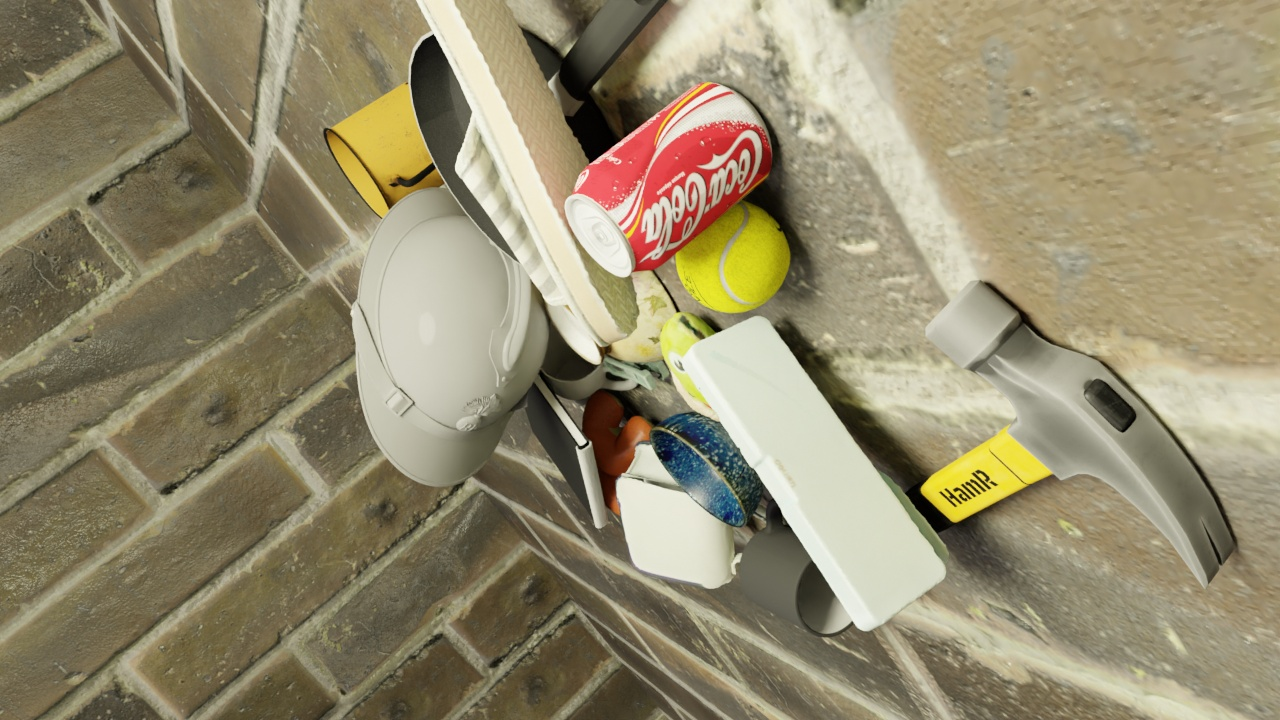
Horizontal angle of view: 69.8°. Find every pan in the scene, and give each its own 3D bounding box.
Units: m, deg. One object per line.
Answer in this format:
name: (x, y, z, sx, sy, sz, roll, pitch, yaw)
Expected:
pan: (-0.056, -0.165, 0.607, 0.204, 0.044, 0.357, 53, 153, -7)

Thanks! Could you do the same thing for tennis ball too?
tennis ball: (0.053, -0.060, 0.536, 0.065, 0.065, 0.065, 43, 161, 19)

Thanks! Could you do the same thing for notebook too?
notebook: (-0.086, 0.080, 0.960, 0.149, 0.016, 0.207, 52, 164, 27)

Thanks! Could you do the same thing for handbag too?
handbag: (0.073, 0.158, 0.912, 0.176, 0.073, 0.151, 9, 131, 23)

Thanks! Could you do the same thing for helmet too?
helmet: (-0.136, -0.031, 0.786, 0.118, 0.271, 0.183, -11, 162, 40)

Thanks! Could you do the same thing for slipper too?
slipper: (-0.073, -0.128, 0.526, 0.114, 0.054, 0.273, -83, -30, -65)

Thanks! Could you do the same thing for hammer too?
hammer: (0.197, 0.079, 0.547, 0.170, 0.034, 0.325, 44, 162, 12)

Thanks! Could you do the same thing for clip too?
clip: (-0.005, 0.005, 0.862, 0.076, 0.042, 0.023, 22, 146, 52)

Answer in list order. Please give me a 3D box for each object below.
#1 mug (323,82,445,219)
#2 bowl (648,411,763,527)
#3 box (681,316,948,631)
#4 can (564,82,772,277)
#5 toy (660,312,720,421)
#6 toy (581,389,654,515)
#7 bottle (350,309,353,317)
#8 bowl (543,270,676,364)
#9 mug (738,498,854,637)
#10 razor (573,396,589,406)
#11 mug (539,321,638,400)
mug: (-0.219, -0.192, 0.852, 0.124, 0.094, 0.100, 33, 154, 45)
bowl: (0.067, 0.083, 0.796, 0.114, 0.060, 0.114, 41, 160, 18)
box: (0.111, 0.066, 0.584, 0.197, 0.074, 0.126, 57, -171, 16)
can: (0.016, -0.096, 0.489, 0.064, 0.104, 0.064, 43, 161, 19)
toy: (0.049, 0.011, 0.723, 0.092, 0.043, 0.118, 44, 163, 12)
toy: (-0.016, 0.117, 1.004, 0.112, 0.096, 0.176, 35, 138, 36)
bottle: (-0.205, -0.086, 0.904, 0.084, 0.173, 0.046, 21, 147, 56)
bowl: (-0.035, -0.044, 0.775, 0.145, 0.063, 0.145, 42, 160, 19)
mug: (0.140, 0.175, 0.808, 0.088, 0.078, 0.113, 9, 109, 63)
razor: (-0.082, 0.021, 1.055, 0.088, 0.047, 0.116, 40, 167, 27)
mug: (-0.052, 0.010, 0.935, 0.107, 0.071, 0.089, 17, 160, 7)
